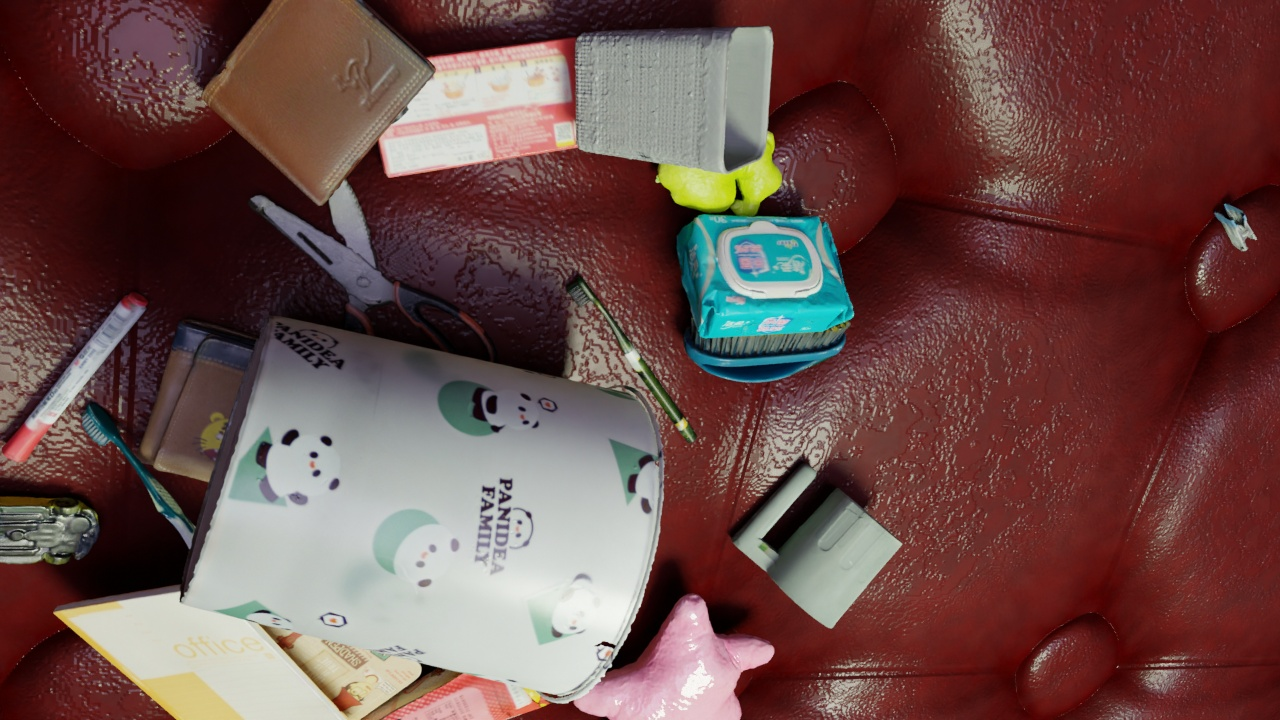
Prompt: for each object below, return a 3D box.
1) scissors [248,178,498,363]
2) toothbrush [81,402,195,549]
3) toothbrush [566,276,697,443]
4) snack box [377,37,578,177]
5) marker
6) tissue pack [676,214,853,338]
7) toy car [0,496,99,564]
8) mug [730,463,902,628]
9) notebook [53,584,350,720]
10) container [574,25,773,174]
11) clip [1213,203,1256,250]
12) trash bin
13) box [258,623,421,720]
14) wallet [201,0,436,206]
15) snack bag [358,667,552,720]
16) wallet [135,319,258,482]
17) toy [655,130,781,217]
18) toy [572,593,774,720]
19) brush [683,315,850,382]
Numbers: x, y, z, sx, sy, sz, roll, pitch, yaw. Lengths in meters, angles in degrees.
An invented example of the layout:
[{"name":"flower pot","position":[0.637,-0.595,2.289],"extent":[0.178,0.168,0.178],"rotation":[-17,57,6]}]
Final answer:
[{"name":"scissors","position":[-0.193,-0.038,0.677],"extent":[0.188,0.015,0.226],"rotation":[6,110,-20]},{"name":"toothbrush","position":[-0.331,0.108,0.643],"extent":[0.018,0.016,0.191],"rotation":[-39,88,12]},{"name":"toothbrush","position":[-0.004,0.004,0.760],"extent":[0.017,0.012,0.186],"rotation":[-34,118,3]},{"name":"snack box","position":[-0.110,-0.178,0.642],"extent":[0.152,0.025,0.075],"rotation":[-13,114,-13]},{"name":"marker","position":[-0.388,0.011,0.631],"extent":[0.017,0.017,0.145],"rotation":[39,95,-27]},{"name":"tissue pack","position":[0.097,-0.067,0.717],"extent":[0.133,0.093,0.050],"rotation":[-3,153,-18]},{"name":"toy car","position":[-0.442,0.117,0.648],"extent":[0.105,0.032,0.048],"rotation":[8,108,-33]},{"name":"mug","position":[0.164,0.169,0.853],"extent":[0.124,0.083,0.103],"rotation":[41,94,-3]},{"name":"notebook","position":[-0.310,0.237,0.678],"extent":[0.146,0.010,0.206],"rotation":[-12,125,18]},{"name":"container","position":[0.021,-0.182,0.627],"extent":[0.114,0.090,0.090],"rotation":[11,113,23]},{"name":"clip","position":[0.585,-0.130,0.897],"extent":[0.036,0.025,0.058],"rotation":[-45,123,10]},{"name":"trash bin","position":[-0.148,0.094,0.614],"extent":[0.251,0.229,0.230],"rotation":[18,104,-25]},{"name":"box","position":[-0.259,0.203,0.727],"extent":[0.091,0.078,0.168],"rotation":[-35,124,-4]},{"name":"wallet","position":[-0.206,-0.176,0.588],"extent":[0.101,0.032,0.125],"rotation":[41,106,-19]},{"name":"snack bag","position":[-0.181,0.310,0.790],"extent":[0.208,0.073,0.129],"rotation":[-28,146,-5]},{"name":"wallet","position":[-0.302,0.034,0.662],"extent":[0.090,0.033,0.115],"rotation":[20,107,-26]},{"name":"toy","position":[0.061,-0.147,0.710],"extent":[0.100,0.031,0.097],"rotation":[-23,118,-9]},{"name":"toy","position":[0.034,0.317,0.866],"extent":[0.195,0.074,0.178],"rotation":[-44,120,6]},{"name":"brush","position":[0.104,-0.015,0.767],"extent":[0.143,0.055,0.074],"rotation":[-5,133,-17]}]
